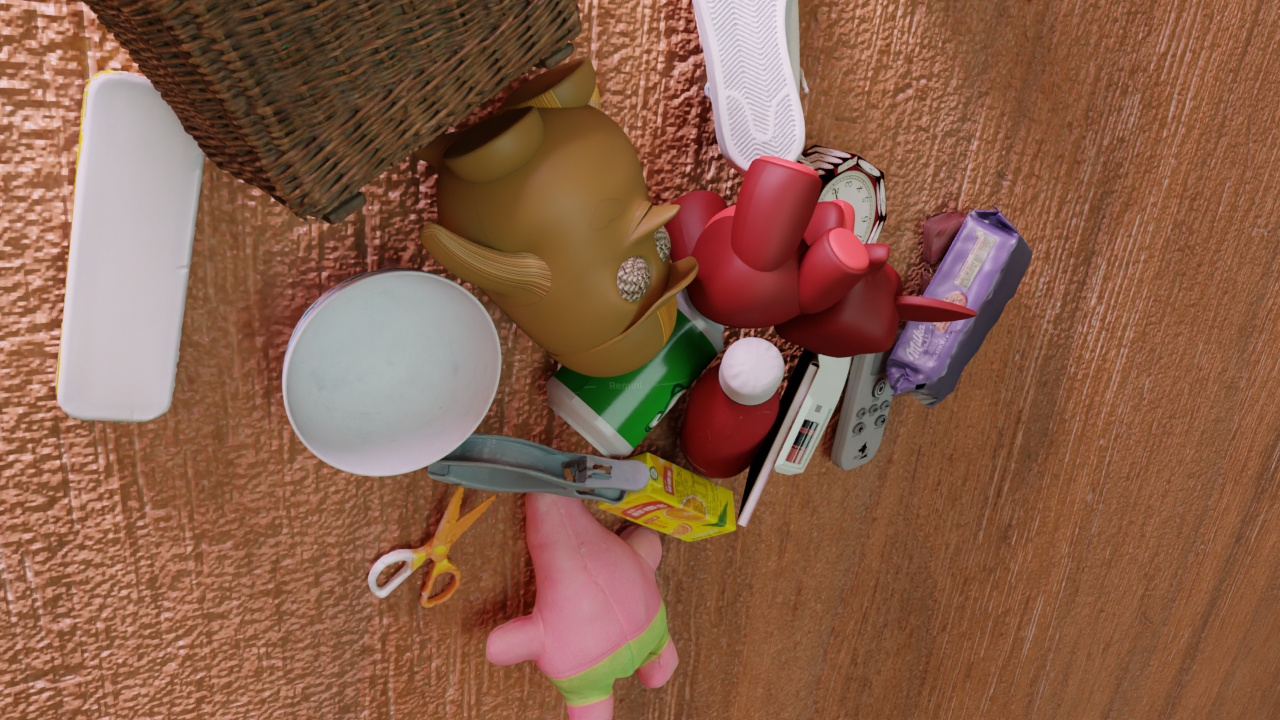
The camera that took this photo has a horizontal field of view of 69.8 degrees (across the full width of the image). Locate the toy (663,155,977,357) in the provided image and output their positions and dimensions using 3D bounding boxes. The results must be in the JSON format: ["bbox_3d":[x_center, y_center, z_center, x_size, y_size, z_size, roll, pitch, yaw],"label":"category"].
[{"bbox_3d":[0.124,-0.065,0.680,0.197,0.159,0.120,21,72,-26],"label":"toy"}]

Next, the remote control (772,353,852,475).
[{"bbox_3d":[0.170,0.049,0.914,0.049,0.024,0.143,17,101,-38],"label":"remote control"}]

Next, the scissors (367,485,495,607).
[{"bbox_3d":[-0.169,0.146,0.731,0.096,0.012,0.133,7,117,-34],"label":"scissors"}]

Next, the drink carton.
[{"bbox_3d":[0.025,0.123,0.818,0.134,0.059,0.042,29,49,-45],"label":"drink carton"}]

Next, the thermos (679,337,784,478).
[{"bbox_3d":[0.074,0.039,0.733,0.073,0.073,0.240,-39,167,-13],"label":"thermos"}]

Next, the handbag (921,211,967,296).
[{"bbox_3d":[0.306,-0.090,0.941,0.055,0.029,0.120,-21,127,-30],"label":"handbag"}]

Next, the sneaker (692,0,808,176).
[{"bbox_3d":[0.077,-0.255,0.682,0.089,0.090,0.242,-5,98,0],"label":"sneaker"}]

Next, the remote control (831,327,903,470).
[{"bbox_3d":[0.237,0.042,0.950,0.074,0.019,0.151,-12,118,-43],"label":"remote control"}]

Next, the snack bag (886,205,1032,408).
[{"bbox_3d":[0.323,-0.047,0.926,0.096,0.058,0.205,13,105,-55],"label":"snack bag"}]

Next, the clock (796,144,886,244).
[{"bbox_3d":[0.137,-0.123,0.781,0.154,0.065,0.115,-13,119,-37],"label":"clock"}]

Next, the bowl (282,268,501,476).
[{"bbox_3d":[-0.176,-0.002,0.625,0.143,0.074,0.144,-14,119,-28],"label":"bowl"}]

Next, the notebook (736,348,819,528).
[{"bbox_3d":[0.122,0.054,0.801,0.008,0.209,0.141,24,100,6],"label":"notebook"}]

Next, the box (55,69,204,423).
[{"bbox_3d":[-0.302,-0.063,0.543,0.064,0.033,0.210,4,108,-35],"label":"box"}]

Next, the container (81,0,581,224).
[{"bbox_3d":[-0.159,-0.207,0.474,0.249,0.162,0.183,-42,138,-23],"label":"container"}]

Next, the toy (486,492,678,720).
[{"bbox_3d":[-0.050,0.202,0.802,0.191,0.097,0.237,-30,111,-29],"label":"toy"}]

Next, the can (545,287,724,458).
[{"bbox_3d":[-0.004,0.004,0.735,0.140,0.088,0.088,-48,129,-6],"label":"can"}]

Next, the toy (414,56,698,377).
[{"bbox_3d":[-0.041,-0.078,0.619,0.203,0.163,0.198,60,44,-27],"label":"toy"}]

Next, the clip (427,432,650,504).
[{"bbox_3d":[-0.072,0.078,0.689,0.167,0.128,0.028,8,69,-13],"label":"clip"}]
